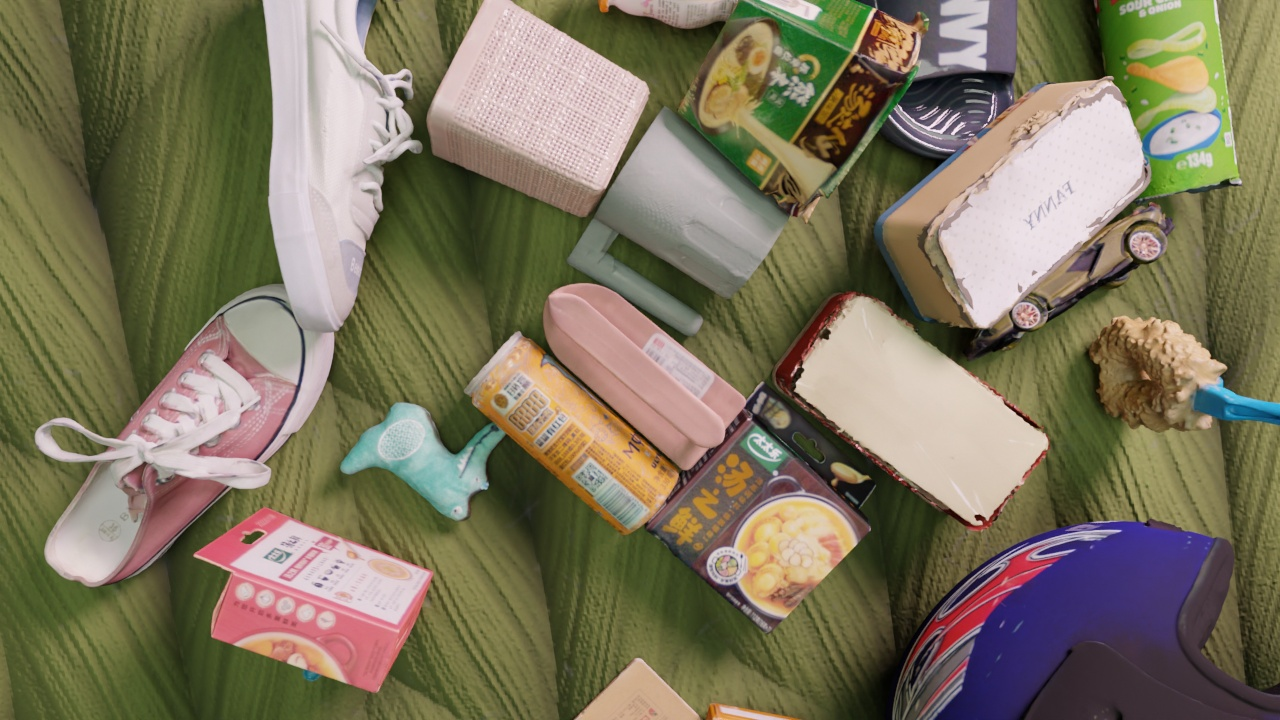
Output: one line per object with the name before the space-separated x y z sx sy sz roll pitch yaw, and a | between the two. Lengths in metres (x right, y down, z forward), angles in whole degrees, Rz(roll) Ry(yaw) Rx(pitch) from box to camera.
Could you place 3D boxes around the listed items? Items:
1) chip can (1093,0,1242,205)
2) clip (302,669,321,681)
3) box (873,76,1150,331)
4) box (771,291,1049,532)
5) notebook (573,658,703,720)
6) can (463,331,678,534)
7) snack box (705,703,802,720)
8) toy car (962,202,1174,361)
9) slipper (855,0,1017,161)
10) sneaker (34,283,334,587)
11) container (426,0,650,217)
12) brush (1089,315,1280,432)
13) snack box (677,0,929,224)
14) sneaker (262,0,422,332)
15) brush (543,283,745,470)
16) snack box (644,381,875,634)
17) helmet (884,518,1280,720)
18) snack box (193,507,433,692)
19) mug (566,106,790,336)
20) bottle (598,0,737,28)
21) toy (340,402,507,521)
chip can | 0.338 -0.224 0.600 0.072 0.072 0.236 -12 95 -2
clip | -0.208 0.199 0.633 0.056 0.043 0.014 -37 94 4
box | 0.231 -0.095 0.578 0.184 0.059 0.090 -37 113 -10
box | 0.180 0.031 0.607 0.168 0.080 0.091 36 92 -5
notebook | 0.018 0.334 0.658 0.148 0.008 0.207 -45 95 1
can | -0.045 0.049 0.609 0.146 0.058 0.058 42 91 -5
snack box | 0.069 0.323 0.642 0.075 0.026 0.154 12 93 -3
toy car | 0.280 -0.050 0.610 0.158 0.070 0.042 -33 76 -1
slipper | 0.182 -0.262 0.586 0.110 0.083 0.268 -11 93 0
sneaker | -0.291 0.051 0.583 0.118 0.088 0.241 42 89 -5
container | -0.062 -0.153 0.576 0.111 0.090 0.090 25 82 -7
brush | 0.370 0.028 0.538 0.045 0.255 0.083 -11 106 -19
snack box | 0.093 -0.168 0.548 0.105 0.118 0.118 31 128 -3
sneaker | -0.182 -0.138 0.578 0.090 0.089 0.242 -4 85 -9
brush | -0.004 0.003 0.601 0.145 0.073 0.063 41 92 -3
snack box | 0.085 0.100 0.627 0.113 0.053 0.126 41 97 -5
helmet | 0.295 0.213 0.543 0.316 0.247 0.240 -40 59 6
snack box | -0.207 0.148 0.582 0.127 0.113 0.044 22 94 -3
mug | 0.025 -0.085 0.600 0.103 0.083 0.124 32 119 -5
bottle | 0.026 -0.245 0.588 0.108 0.063 0.063 -5 94 -3
toy | -0.139 0.065 0.623 0.092 0.030 0.096 44 84 -9
